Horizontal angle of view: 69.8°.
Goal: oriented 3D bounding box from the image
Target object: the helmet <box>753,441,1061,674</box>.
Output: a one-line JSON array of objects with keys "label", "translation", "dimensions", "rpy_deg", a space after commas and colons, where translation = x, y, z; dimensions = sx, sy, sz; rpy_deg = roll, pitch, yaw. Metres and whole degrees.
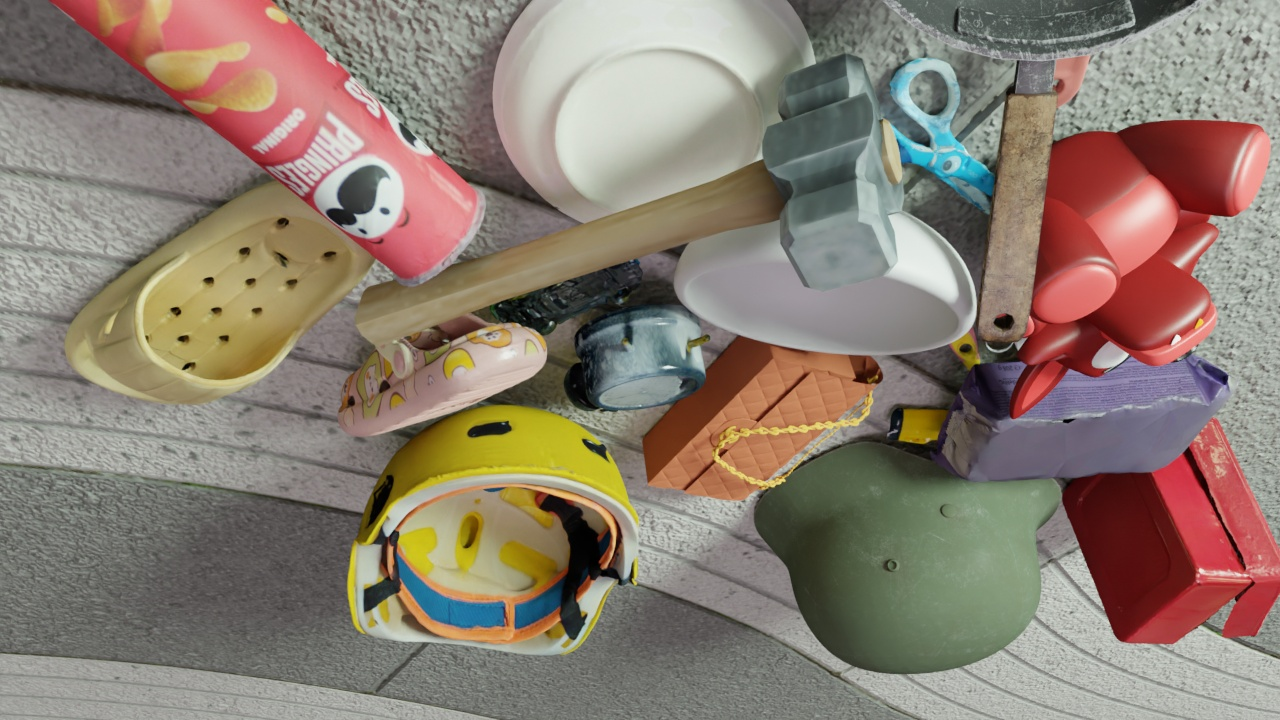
[{"label": "helmet", "translation": [0.243, 0.188, 0.801], "dimensions": [0.268, 0.153, 0.227], "rpy_deg": [-24, 136, 22]}]

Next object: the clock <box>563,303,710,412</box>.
[{"label": "clock", "translation": [-0.004, 0.004, 0.642], "dimensions": [0.090, 0.052, 0.130], "rpy_deg": [-3, 161, -20]}]

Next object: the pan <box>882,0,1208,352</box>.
[{"label": "pan", "translation": [0.180, -0.163, 0.412], "dimensions": [0.208, 0.040, 0.358], "rpy_deg": [2, 123, 10]}]

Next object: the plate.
[{"label": "plate", "translation": [0.009, -0.132, 0.509], "dimensions": [0.182, 0.034, 0.183], "rpy_deg": [-2, 139, -2]}]

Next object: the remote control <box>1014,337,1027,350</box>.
[{"label": "remote control", "translation": [0.313, -0.004, 0.697], "dimensions": [0.043, 0.013, 0.136], "rpy_deg": [-23, 135, 21]}]

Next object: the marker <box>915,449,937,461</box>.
[{"label": "marker", "translation": [0.300, 0.074, 0.786], "dimensions": [0.139, 0.016, 0.022], "rpy_deg": [-9, 112, 7]}]

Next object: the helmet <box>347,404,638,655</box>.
[{"label": "helmet", "translation": [-0.108, 0.110, 0.704], "dimensions": [0.209, 0.139, 0.241], "rpy_deg": [14, 128, -22]}]

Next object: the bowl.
[{"label": "bowl", "translation": [0.111, -0.059, 0.554], "dimensions": [0.176, 0.066, 0.177], "rpy_deg": [10, 167, 2]}]

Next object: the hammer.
[{"label": "hammer", "translation": [-0.023, -0.063, 0.496], "dimensions": [0.324, 0.117, 0.051], "rpy_deg": [-14, 139, 25]}]

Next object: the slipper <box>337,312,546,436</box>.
[{"label": "slipper", "translation": [-0.138, -0.004, 0.612], "dimensions": [0.093, 0.081, 0.198], "rpy_deg": [-15, 178, -44]}]

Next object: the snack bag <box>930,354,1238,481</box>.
[{"label": "snack bag", "translation": [0.337, 0.048, 0.702], "dimensions": [0.205, 0.058, 0.096], "rpy_deg": [-3, 138, -4]}]

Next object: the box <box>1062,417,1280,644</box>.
[{"label": "box", "translation": [0.441, 0.142, 0.770], "dimensions": [0.123, 0.157, 0.137], "rpy_deg": [-6, 138, 9]}]

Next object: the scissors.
[{"label": "scissors", "translation": [0.177, -0.120, 0.556], "dimensions": [0.083, 0.015, 0.140], "rpy_deg": [-35, 132, 29]}]

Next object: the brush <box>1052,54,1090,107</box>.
[{"label": "brush", "translation": [0.222, -0.203, 0.446], "dimensions": [0.041, 0.030, 0.173], "rpy_deg": [-2, 138, -3]}]

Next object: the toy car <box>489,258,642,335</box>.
[{"label": "toy car", "translation": [-0.049, -0.051, 0.599], "dimensions": [0.105, 0.032, 0.048], "rpy_deg": [-22, 135, 22]}]

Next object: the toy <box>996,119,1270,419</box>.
[{"label": "toy", "translation": [0.290, -0.050, 0.567], "dimensions": [0.158, 0.120, 0.197], "rpy_deg": [-37, 139, -2]}]

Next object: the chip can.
[{"label": "chip can", "translation": [-0.184, -0.134, 0.465], "dimensions": [0.073, 0.073, 0.233], "rpy_deg": [-26, 133, 24]}]

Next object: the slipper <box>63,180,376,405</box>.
[{"label": "slipper", "translation": [-0.270, -0.020, 0.587], "dimensions": [0.262, 0.079, 0.111], "rpy_deg": [-29, 137, 26]}]

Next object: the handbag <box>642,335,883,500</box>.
[{"label": "handbag", "translation": [0.093, 0.051, 0.712], "dimensions": [0.108, 0.060, 0.172], "rpy_deg": [16, 136, -27]}]

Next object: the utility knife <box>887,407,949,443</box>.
[{"label": "utility knife", "translation": [0.277, 0.056, 0.757], "dimensions": [0.155, 0.017, 0.030], "rpy_deg": [4, 109, -6]}]

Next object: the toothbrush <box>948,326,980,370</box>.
[{"label": "toothbrush", "translation": [0.248, -0.004, 0.692], "dimensions": [0.021, 0.016, 0.135], "rpy_deg": [-21, 134, 22]}]
